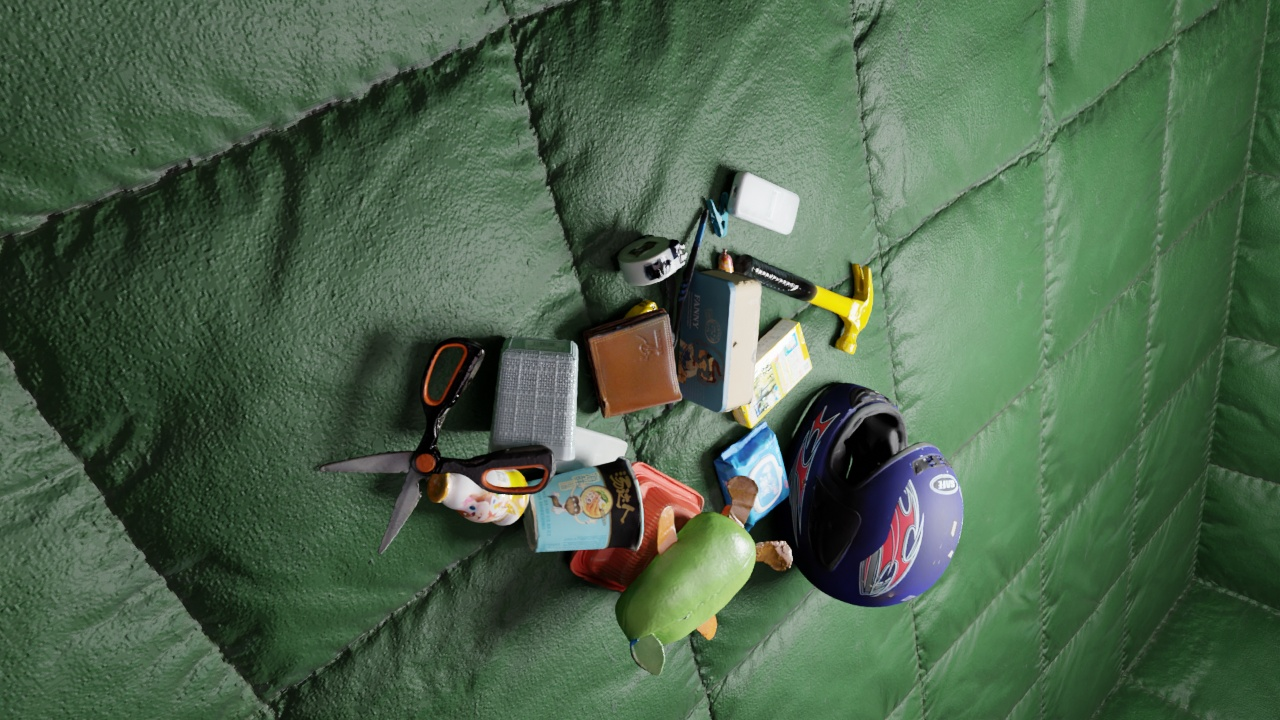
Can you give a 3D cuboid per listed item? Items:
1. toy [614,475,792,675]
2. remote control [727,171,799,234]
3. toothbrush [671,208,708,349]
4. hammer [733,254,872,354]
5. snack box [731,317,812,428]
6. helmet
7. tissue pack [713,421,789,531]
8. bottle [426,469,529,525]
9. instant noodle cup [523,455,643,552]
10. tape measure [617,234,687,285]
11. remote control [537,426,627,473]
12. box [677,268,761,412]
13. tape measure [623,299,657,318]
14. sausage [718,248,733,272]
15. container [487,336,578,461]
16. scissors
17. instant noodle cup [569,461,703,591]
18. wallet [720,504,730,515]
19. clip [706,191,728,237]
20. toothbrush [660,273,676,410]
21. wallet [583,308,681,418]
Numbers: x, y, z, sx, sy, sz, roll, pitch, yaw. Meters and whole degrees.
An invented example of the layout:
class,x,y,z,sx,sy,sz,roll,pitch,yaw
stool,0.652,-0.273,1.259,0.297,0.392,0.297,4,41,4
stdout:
class,x,y,z,sx,sy,sz,roll,pitch,yaw
toy,0.068,0.257,1.110,0.246,0.090,0.227,-35,120,-20
remote control,0.157,-0.199,1.167,0.135,0.020,0.056,8,97,-50
toothbrush,0.054,-0.095,1.106,0.016,0.014,0.189,21,82,-45
hammer,0.234,-0.096,1.275,0.300,0.033,0.129,14,96,-45
snack box,0.175,0.017,1.267,0.140,0.034,0.087,-43,130,-24
helmet,0.352,0.210,1.360,0.246,0.241,0.316,0,106,-44
tissue pack,0.162,0.169,1.298,0.094,0.052,0.157,-37,128,-26
bottle,-0.173,0.140,0.975,0.108,0.063,0.063,19,93,-44
instant noodle cup,-0.070,0.171,1.042,0.120,0.111,0.111,-6,111,-18
tape measure,0.009,-0.114,1.039,0.065,0.066,0.033,-38,123,-29
remote control,-0.078,0.106,1.076,0.150,0.021,0.058,22,92,-45
box,0.097,-0.032,1.138,0.061,0.090,0.184,-16,114,-37
tape measure,0.005,-0.036,1.092,0.057,0.029,0.060,-40,128,-24
sausage,0.116,-0.073,1.187,0.020,0.020,0.156,-31,124,-31
container,-0.109,0.037,0.959,0.090,0.090,0.111,5,103,-5
scissors,-0.192,0.088,0.900,0.221,0.022,0.234,16,93,-10
instant noodle cup,0.014,0.231,1.171,0.188,0.079,0.164,33,87,-49
wallet,0.088,0.268,1.240,0.131,0.031,0.108,-56,172,-30
clip,0.097,-0.178,1.132,0.034,0.013,0.054,-29,124,-30
toothbrush,0.034,-0.022,1.139,0.014,0.018,0.189,-22,124,-36
wallet,-0.006,0.006,1.068,0.101,0.032,0.125,-17,122,-11
